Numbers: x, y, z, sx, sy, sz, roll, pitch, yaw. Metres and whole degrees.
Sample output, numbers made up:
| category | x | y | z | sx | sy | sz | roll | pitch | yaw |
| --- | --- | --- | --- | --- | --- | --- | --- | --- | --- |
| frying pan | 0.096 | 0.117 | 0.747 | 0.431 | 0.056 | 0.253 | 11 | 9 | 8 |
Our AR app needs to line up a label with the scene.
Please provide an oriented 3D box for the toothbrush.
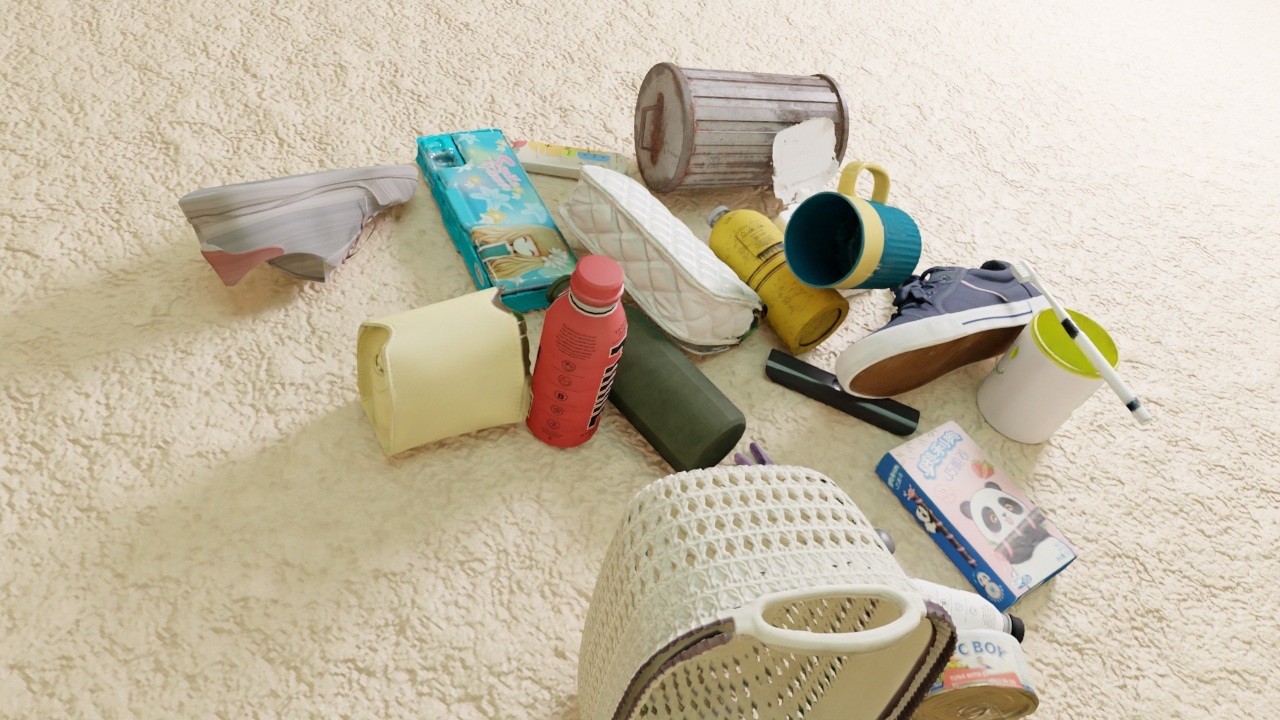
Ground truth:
| category | x | y | z | sx | sy | sz | roll | pitch | yaw |
| --- | --- | --- | --- | --- | --- | --- | --- | --- | --- |
| toothbrush | 0.379 | -0.019 | 0.797 | 0.017 | 0.012 | 0.186 | -16 | 56 | -12 |

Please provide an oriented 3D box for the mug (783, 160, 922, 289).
| category | x | y | z | sx | sy | sz | roll | pitch | yaw |
| --- | --- | --- | --- | --- | --- | --- | --- | --- | --- |
| mug | 0.196 | -0.119 | 0.822 | 0.107 | 0.114 | 0.083 | -1 | 16 | -43 |

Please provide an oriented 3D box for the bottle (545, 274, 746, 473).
| category | x | y | z | sx | sy | sz | roll | pitch | yaw |
| --- | --- | --- | --- | --- | --- | --- | --- | --- | --- |
| bottle | -0.005 | 0.004 | 0.768 | 0.071 | 0.072 | 0.207 | -28 | 63 | -34 |

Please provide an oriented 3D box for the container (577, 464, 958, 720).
| category | x | y | z | sx | sy | sz | roll | pitch | yaw |
| --- | --- | --- | --- | --- | --- | --- | --- | --- | --- |
| container | 0.055 | 0.176 | 0.534 | 0.184 | 0.252 | 0.143 | 1 | 41 | -18 |

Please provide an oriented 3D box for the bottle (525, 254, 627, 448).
| category | x | y | z | sx | sy | sz | roll | pitch | yaw |
| --- | --- | --- | --- | --- | --- | --- | --- | --- | --- |
| bottle | -0.047 | -0.006 | 0.694 | 0.062 | 0.177 | 0.062 | 8 | 49 | -10 |

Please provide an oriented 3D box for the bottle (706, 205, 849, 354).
| category | x | y | z | sx | sy | sz | roll | pitch | yaw |
| --- | --- | --- | --- | --- | --- | --- | --- | --- | --- |
| bottle | 0.122 | -0.089 | 0.886 | 0.070 | 0.071 | 0.163 | -21 | 59 | -30 |

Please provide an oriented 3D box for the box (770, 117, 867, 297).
| category | x | y | z | sx | sy | sz | roll | pitch | yaw |
| --- | --- | --- | --- | --- | --- | --- | --- | --- | --- |
| box | 0.181 | -0.150 | 0.943 | 0.111 | 0.101 | 0.189 | -19 | 79 | -31 |

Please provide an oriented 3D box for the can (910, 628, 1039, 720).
| category | x | y | z | sx | sy | sz | roll | pitch | yaw |
| --- | --- | --- | --- | --- | --- | --- | --- | --- | --- |
| can | 0.227 | 0.224 | 0.639 | 0.086 | 0.086 | 0.043 | 7 | 49 | -10 |

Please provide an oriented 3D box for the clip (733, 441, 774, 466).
| category | x | y | z | sx | sy | sz | roll | pitch | yaw |
| --- | --- | --- | --- | --- | --- | --- | --- | --- | --- |
| clip | 0.102 | 0.092 | 0.765 | 0.033 | 0.013 | 0.051 | -28 | 65 | -32 |

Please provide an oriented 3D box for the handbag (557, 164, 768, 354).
| category | x | y | z | sx | sy | sz | roll | pitch | yaw |
| --- | --- | --- | --- | --- | --- | --- | --- | --- | --- |
| handbag | 0.016 | -0.091 | 0.843 | 0.195 | 0.073 | 0.138 | 48 | 23 | 24 |

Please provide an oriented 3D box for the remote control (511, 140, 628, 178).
| category | x | y | z | sx | sy | sz | roll | pitch | yaw |
| --- | --- | --- | --- | --- | --- | --- | --- | --- | --- |
| remote control | -0.076 | -0.209 | 0.968 | 0.125 | 0.018 | 0.038 | 7 | 49 | -8 |

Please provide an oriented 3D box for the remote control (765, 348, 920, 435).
| category | x | y | z | sx | sy | sz | roll | pitch | yaw |
| --- | --- | --- | --- | --- | --- | --- | --- | --- | --- |
| remote control | 0.184 | 0.029 | 0.841 | 0.147 | 0.015 | 0.033 | 23 | 48 | 4 |

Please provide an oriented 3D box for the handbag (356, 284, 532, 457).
| category | x | y | z | sx | sy | sz | roll | pitch | yaw |
| --- | --- | --- | --- | --- | --- | --- | --- | --- | --- |
| handbag | -0.148 | 0.005 | 0.700 | 0.119 | 0.111 | 0.081 | -15 | 47 | -28 |

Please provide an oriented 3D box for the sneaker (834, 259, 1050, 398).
| category | x | y | z | sx | sy | sz | roll | pitch | yaw |
| --- | --- | --- | --- | --- | --- | --- | --- | --- | --- |
| sneaker | 0.270 | -0.048 | 0.864 | 0.293 | 0.121 | 0.127 | -16 | 67 | -38 |

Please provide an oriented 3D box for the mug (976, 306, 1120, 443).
| category | x | y | z | sx | sy | sz | roll | pitch | yaw |
| --- | --- | --- | --- | --- | --- | --- | --- | --- | --- |
| mug | 0.373 | 0.015 | 0.847 | 0.082 | 0.106 | 0.082 | 8 | 49 | -10 |

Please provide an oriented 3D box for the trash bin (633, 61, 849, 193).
| category | x | y | z | sx | sy | sz | roll | pitch | yaw |
| --- | --- | --- | --- | --- | --- | --- | --- | --- | --- |
| trash bin | 0.098 | -0.245 | 0.975 | 0.210 | 0.131 | 0.130 | -5 | 52 | -22 |

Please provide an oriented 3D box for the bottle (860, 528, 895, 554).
| category | x | y | z | sx | sy | sz | roll | pitch | yaw |
| --- | --- | --- | --- | --- | --- | --- | --- | --- | --- |
| bottle | 0.143 | 0.137 | 0.721 | 0.110 | 0.036 | 0.036 | 18 | 48 | -1 |

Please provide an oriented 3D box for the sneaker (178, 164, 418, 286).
| category | x | y | z | sx | sy | sz | roll | pitch | yaw |
| --- | --- | --- | --- | --- | --- | --- | --- | --- | --- |
| sneaker | -0.279 | -0.116 | 0.794 | 0.099 | 0.089 | 0.235 | 3 | 18 | 31 |

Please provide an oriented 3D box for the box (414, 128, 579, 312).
| category | x | y | z | sx | sy | sz | roll | pitch | yaw |
| --- | --- | --- | --- | --- | --- | --- | --- | --- | --- |
| box | -0.137 | -0.140 | 0.875 | 0.094 | 0.040 | 0.226 | -13 | 55 | -26 |

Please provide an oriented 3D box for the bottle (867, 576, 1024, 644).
| category | x | y | z | sx | sy | sz | roll | pitch | yaw |
| --- | --- | --- | --- | --- | --- | --- | --- | --- | --- |
| bottle | 0.233 | 0.193 | 0.697 | 0.116 | 0.041 | 0.041 | 15 | 48 | -3 |

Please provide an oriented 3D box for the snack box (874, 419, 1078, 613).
| category | x | y | z | sx | sy | sz | roll | pitch | yaw |
| --- | --- | --- | --- | --- | --- | --- | --- | --- | --- |
| snack box | 0.281 | 0.127 | 0.774 | 0.087 | 0.033 | 0.154 | -20 | 58 | -31 |
